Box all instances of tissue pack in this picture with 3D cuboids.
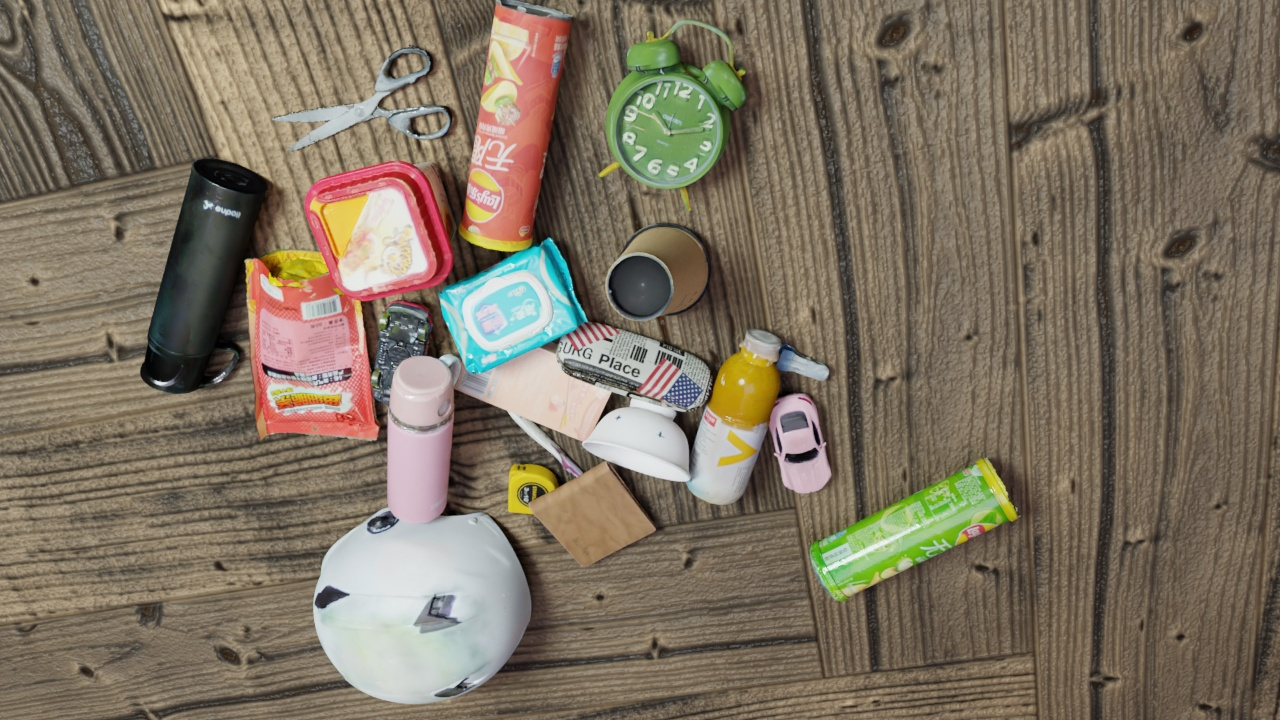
[{"bbox_3d":[-0.126,-0.053,0.907,0.133,0.050,0.093,-26,99,0],"label":"tissue pack"}]

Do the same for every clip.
[{"bbox_3d":[0.168,0.005,0.950,0.058,0.038,0.026,22,110,-9],"label":"clip"}]

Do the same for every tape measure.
[{"bbox_3d":[-0.120,0.142,1.021,0.057,0.028,0.060,6,120,0],"label":"tape measure"}]

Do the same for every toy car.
[{"bbox_3d":[-0.247,-0.009,0.953,0.053,0.045,0.121,15,119,-5],"label":"toy car"},{"bbox_3d":[0.170,0.091,0.979,0.056,0.037,0.122,-13,113,10],"label":"toy car"}]

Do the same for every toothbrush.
[{"bbox_3d":[-0.083,0.116,1.016,0.017,0.016,0.187,-35,108,27],"label":"toothbrush"}]

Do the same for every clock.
[{"bbox_3d":[0.031,-0.227,0.835,0.116,0.056,0.161,19,113,-6],"label":"clock"}]

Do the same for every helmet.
[{"bbox_3d":[-0.257,0.295,1.033,0.259,0.145,0.229,-4,113,5],"label":"helmet"}]

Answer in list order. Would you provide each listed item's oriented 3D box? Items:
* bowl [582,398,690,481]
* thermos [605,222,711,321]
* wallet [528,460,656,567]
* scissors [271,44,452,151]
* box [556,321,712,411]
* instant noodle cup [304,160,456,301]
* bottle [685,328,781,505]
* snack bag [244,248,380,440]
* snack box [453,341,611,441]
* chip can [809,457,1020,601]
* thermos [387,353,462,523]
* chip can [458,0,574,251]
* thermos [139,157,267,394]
[{"bbox_3d":[0.005,0.077,0.959,0.118,0.118,0.064,21,75,-6],"label":"bowl"},{"bbox_3d":[0.014,-0.079,0.862,0.093,0.143,0.093,3,104,11],"label":"thermos"},{"bbox_3d":[-0.051,0.173,1.016,0.101,0.020,0.115,-30,120,10],"label":"wallet"},{"bbox_3d":[-0.260,-0.234,0.872,0.163,0.014,0.165,32,112,-9],"label":"scissors"},{"bbox_3d":[-0.007,0.007,0.939,0.164,0.052,0.068,19,73,-1],"label":"box"},{"bbox_3d":[-0.230,-0.130,0.856,0.117,0.124,0.116,-12,112,8],"label":"instant noodle cup"},{"bbox_3d":[0.100,0.059,0.951,0.068,0.068,0.190,15,114,-3],"label":"bottle"},{"bbox_3d":[-0.343,-0.007,0.953,0.128,0.073,0.208,1,119,-6],"label":"snack bag"},{"bbox_3d":[-0.111,0.020,0.968,0.157,0.026,0.085,23,113,-7],"label":"snack box"},{"bbox_3d":[0.291,0.186,0.994,0.222,0.072,0.072,-30,109,15],"label":"chip can"},{"bbox_3d":[-0.224,0.079,0.959,0.067,0.087,0.199,27,132,16],"label":"thermos"},{"bbox_3d":[-0.116,-0.213,0.843,0.073,0.073,0.217,13,112,-3],"label":"chip can"},{"bbox_3d":[-0.435,-0.078,0.930,0.089,0.068,0.243,9,121,-36],"label":"thermos"}]
